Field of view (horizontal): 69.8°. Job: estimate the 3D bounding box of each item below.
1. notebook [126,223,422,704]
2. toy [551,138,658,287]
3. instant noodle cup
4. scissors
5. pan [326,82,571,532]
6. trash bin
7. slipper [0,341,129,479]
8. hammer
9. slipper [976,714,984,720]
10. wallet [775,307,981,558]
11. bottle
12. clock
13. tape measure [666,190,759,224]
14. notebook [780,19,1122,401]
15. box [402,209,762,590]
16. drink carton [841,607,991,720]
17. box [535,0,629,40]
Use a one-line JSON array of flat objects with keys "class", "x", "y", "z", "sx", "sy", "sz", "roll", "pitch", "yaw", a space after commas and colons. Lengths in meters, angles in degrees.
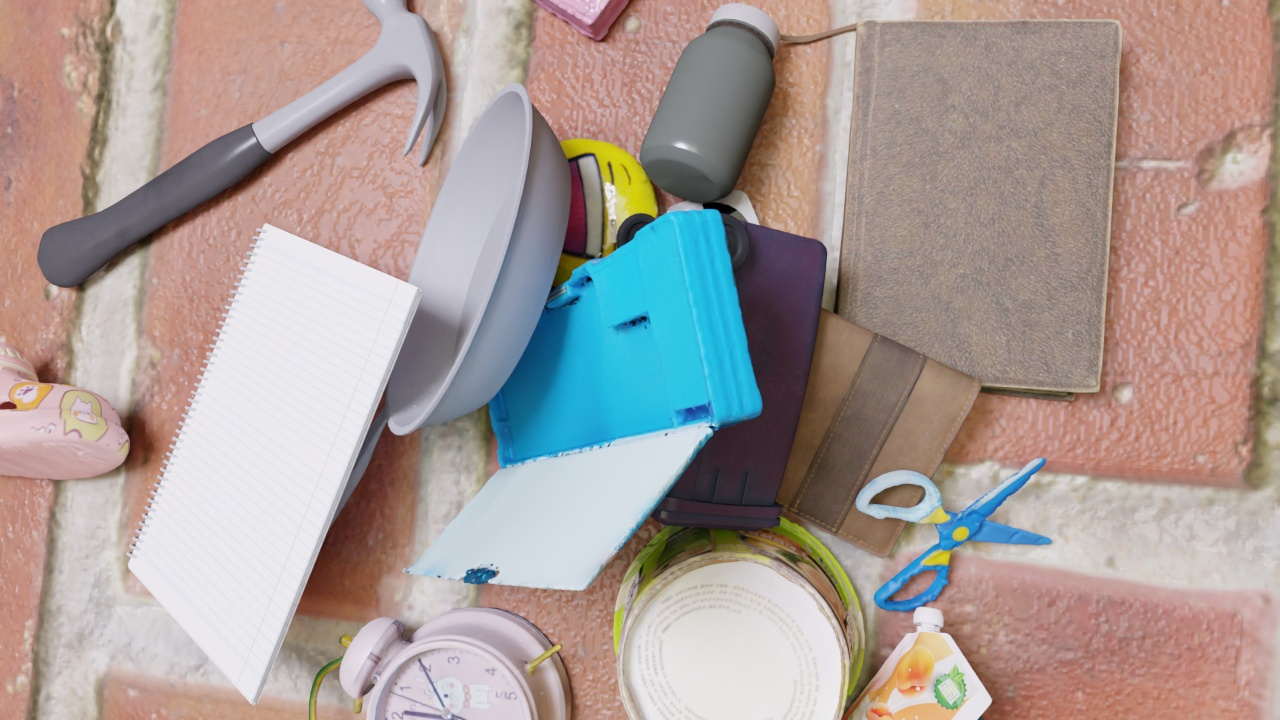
[{"class": "notebook", "x": -0.231, "y": 0.049, "z": 0.557, "sx": 0.178, "sy": 0.013, "sz": 0.245, "roll": 22, "pitch": 90, "yaw": 38}, {"class": "toy", "x": -0.034, "y": -0.088, "z": 0.561, "sx": 0.094, "sy": 0.041, "sz": 0.095, "roll": -3, "pitch": 87, "yaw": 14}, {"class": "instant noodle cup", "x": 0.051, "y": 0.158, "z": 0.505, "sx": 0.146, "sy": 0.098, "sz": 0.146, "roll": -1, "pitch": 87, "yaw": 9}, {"class": "scissors", "x": 0.171, "y": 0.090, "z": 0.512, "sx": 0.125, "sy": 0.015, "sz": 0.127, "roll": -43, "pitch": 117, "yaw": 13}, {"class": "pan", "x": -0.132, "y": 0.010, "z": 0.537, "sx": 0.050, "sy": 0.200, "sz": 0.357, "roll": 19, "pitch": 114, "yaw": -25}, {"class": "trash bin", "x": 0.034, "y": 0.007, "z": 0.499, "sx": 0.092, "sy": 0.094, "sz": 0.161, "roll": 9, "pitch": 95, "yaw": -28}, {"class": "slipper", "x": -0.425, "y": 0.030, "z": 0.600, "sx": 0.197, "sy": 0.093, "sz": 0.081, "roll": 0, "pitch": 67, "yaw": 11}, {"class": "hammer", "x": -0.267, "y": -0.132, "z": 0.606, "sx": 0.311, "sy": 0.029, "sz": 0.125, "roll": -29, "pitch": 82, "yaw": 7}, {"class": "slipper", "x": 0.187, "y": 0.280, "z": 0.476, "sx": 0.059, "sy": 0.104, "sz": 0.213, "roll": -9, "pitch": 83, "yaw": -5}, {"class": "wallet", "x": 0.121, "y": 0.043, "z": 0.520, "sx": 0.099, "sy": 0.026, "sz": 0.121, "roll": 25, "pitch": 111, "yaw": 6}, {"class": "bottle", "x": 0.044, "y": -0.151, "z": 0.538, "sx": 0.060, "sy": 0.060, "sz": 0.108, "roll": 20, "pitch": 76, "yaw": 9}, {"class": "clock", "x": -0.122, "y": 0.210, "z": 0.549, "sx": 0.158, "sy": 0.058, "sz": 0.116, "roll": 1, "pitch": 87, "yaw": 10}, {"class": "tape measure", "x": 0.044, "y": -0.067, "z": 0.559, "sx": 0.064, "sy": 0.016, "sz": 0.065, "roll": -16, "pitch": 85, "yaw": 7}, {"class": "notebook", "x": 0.170, "y": -0.092, "z": 0.532, "sx": 0.190, "sy": 0.034, "sz": 0.215, "roll": 6, "pitch": 89, "yaw": 11}, {"class": "box", "x": -0.033, "y": 0.037, "z": 0.460, "sx": 0.071, "sy": 0.244, "sz": 0.170, "roll": 22, "pitch": 70, "yaw": -24}, {"class": "drink carton", "x": 0.137, "y": 0.196, "z": 0.491, "sx": 0.039, "sy": 0.069, "sz": 0.122, "roll": 19, "pitch": 113, "yaw": -22}, {"class": "box", "x": -0.071, "y": -0.336, "z": 0.581, "sx": 0.232, "sy": 0.039, "sz": 0.179, "roll": 37, "pitch": 97, "yaw": 9}]
